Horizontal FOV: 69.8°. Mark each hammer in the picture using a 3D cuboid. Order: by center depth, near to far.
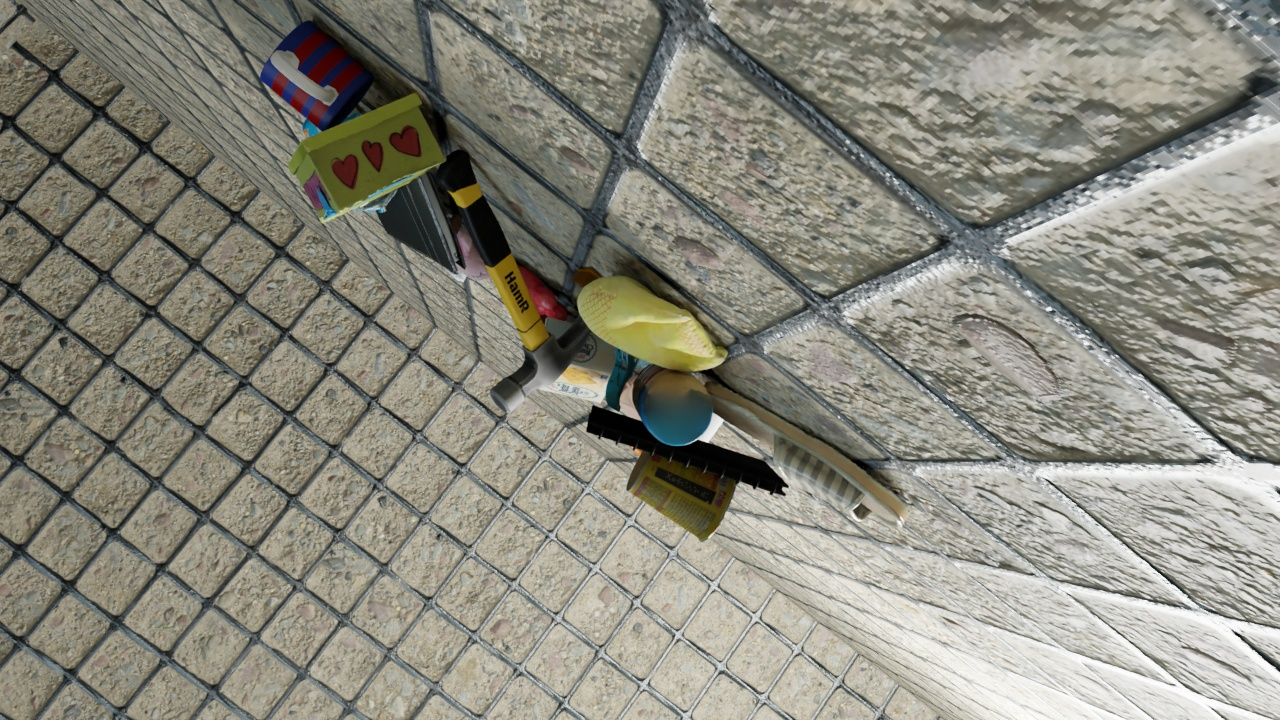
[{"bbox_3d":[-0.145,-0.095,1.026,0.034,0.169,0.325,30,153,39],"label":"hammer"}]

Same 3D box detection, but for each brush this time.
[{"bbox_3d":[-0.021,-0.056,1.024,0.126,0.017,0.048,42,169,-22],"label":"brush"}]

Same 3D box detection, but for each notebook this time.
[{"bbox_3d":[0.050,0.103,1.077,0.231,0.019,0.169,18,-177,-3],"label":"notebook"},{"bbox_3d":[-0.300,-0.204,1.164,0.209,0.029,0.170,32,149,45],"label":"notebook"}]

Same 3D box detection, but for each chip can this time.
[{"bbox_3d":[0.032,0.044,1.027,0.080,0.080,0.229,38,179,-4],"label":"chip can"}]

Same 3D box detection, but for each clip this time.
[{"bbox_3d":[-0.005,0.006,1.151,0.033,0.120,0.118,31,-159,37],"label":"clip"}]

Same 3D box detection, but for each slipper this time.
[{"bbox_3d":[0.170,0.107,1.015,0.273,0.054,0.114,33,175,31],"label":"slipper"}]

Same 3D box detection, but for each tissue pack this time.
[{"bbox_3d":[-0.348,-0.239,1.098,0.093,0.061,0.144,11,132,59],"label":"tissue pack"}]

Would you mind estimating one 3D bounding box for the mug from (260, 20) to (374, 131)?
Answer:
[{"bbox_3d":[-0.310,-0.267,0.870,0.076,0.075,0.112,40,-170,-15],"label":"mug"}]

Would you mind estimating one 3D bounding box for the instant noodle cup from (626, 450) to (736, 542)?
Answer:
[{"bbox_3d":[0.047,0.153,1.123,0.112,0.100,0.100,27,171,-5],"label":"instant noodle cup"}]

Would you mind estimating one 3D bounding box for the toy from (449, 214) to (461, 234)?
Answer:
[{"bbox_3d":[-0.283,-0.195,1.238,0.054,0.041,0.102,29,-178,-33],"label":"toy"}]

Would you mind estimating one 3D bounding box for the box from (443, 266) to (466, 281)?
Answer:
[{"bbox_3d":[-0.331,-0.199,1.358,0.213,0.063,0.118,40,172,-16],"label":"box"}]

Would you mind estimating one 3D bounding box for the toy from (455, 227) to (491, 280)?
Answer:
[{"bbox_3d":[-0.240,-0.147,1.288,0.064,0.047,0.110,15,154,44],"label":"toy"}]

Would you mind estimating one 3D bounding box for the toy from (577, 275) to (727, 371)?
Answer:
[{"bbox_3d":[0.004,-0.036,0.914,0.155,0.064,0.170,16,167,35],"label":"toy"}]

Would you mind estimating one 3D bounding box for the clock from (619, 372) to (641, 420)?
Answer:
[{"bbox_3d":[0.023,0.085,1.337,0.160,0.086,0.131,49,166,-23],"label":"clock"}]

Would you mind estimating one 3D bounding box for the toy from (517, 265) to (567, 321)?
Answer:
[{"bbox_3d":[-0.148,-0.091,1.220,0.135,0.045,0.091,34,172,33],"label":"toy"}]

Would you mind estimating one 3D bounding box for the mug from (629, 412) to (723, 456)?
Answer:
[{"bbox_3d":[0.048,0.095,1.206,0.082,0.105,0.082,36,170,7],"label":"mug"}]

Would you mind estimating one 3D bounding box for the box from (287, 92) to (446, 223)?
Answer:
[{"bbox_3d":[-0.285,-0.204,0.941,0.079,0.124,0.221,64,164,-14],"label":"box"}]

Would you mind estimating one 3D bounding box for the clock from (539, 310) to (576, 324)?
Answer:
[{"bbox_3d":[-0.130,-0.057,1.312,0.124,0.044,0.087,38,170,2],"label":"clock"}]

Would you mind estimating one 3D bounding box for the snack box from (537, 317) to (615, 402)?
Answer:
[{"bbox_3d":[-0.089,0.004,1.262,0.104,0.057,0.208,13,166,-5],"label":"snack box"}]
